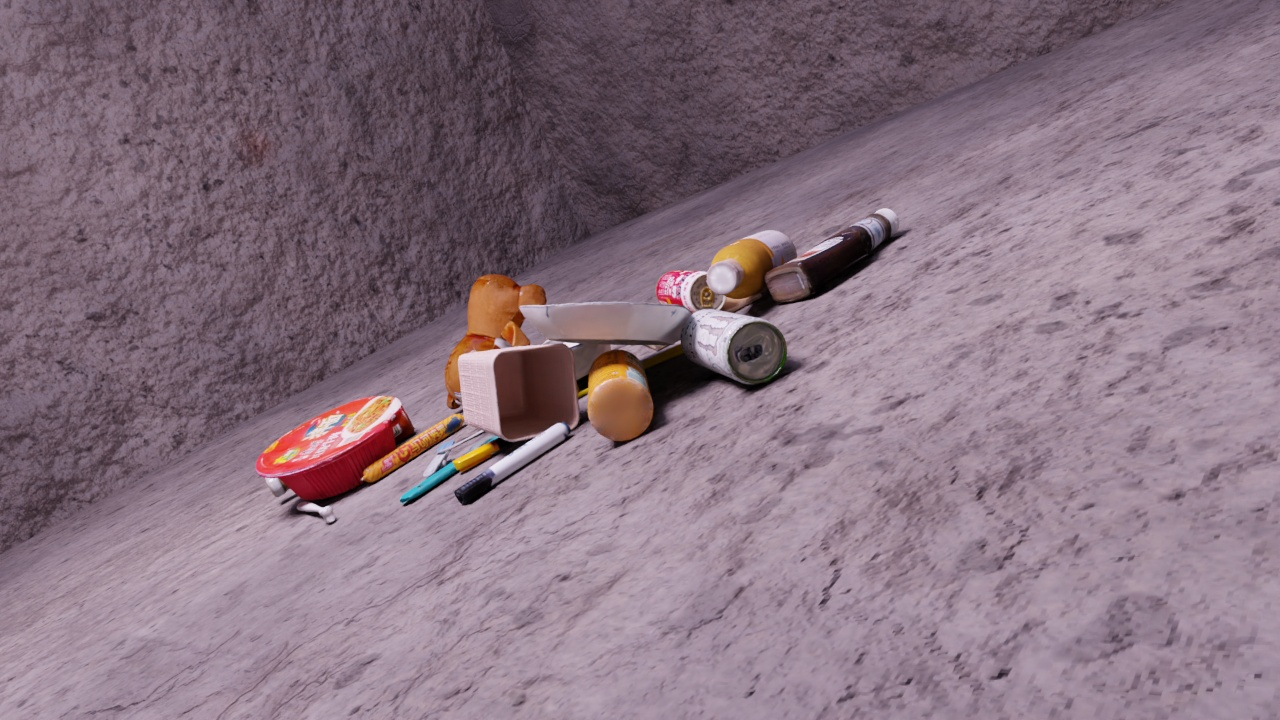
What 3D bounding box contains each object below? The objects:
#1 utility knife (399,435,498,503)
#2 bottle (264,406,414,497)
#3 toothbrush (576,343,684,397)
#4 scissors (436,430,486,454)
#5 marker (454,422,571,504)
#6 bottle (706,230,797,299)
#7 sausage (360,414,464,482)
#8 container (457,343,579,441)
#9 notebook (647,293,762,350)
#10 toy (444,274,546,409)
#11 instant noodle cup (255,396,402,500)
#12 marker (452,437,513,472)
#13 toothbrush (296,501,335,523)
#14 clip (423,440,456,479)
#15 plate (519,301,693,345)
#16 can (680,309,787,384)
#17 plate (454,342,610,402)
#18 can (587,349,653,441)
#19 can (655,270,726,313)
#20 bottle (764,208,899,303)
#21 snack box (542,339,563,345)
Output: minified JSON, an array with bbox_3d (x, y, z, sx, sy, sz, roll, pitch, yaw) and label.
[{"bbox_3d":[-0.197,0.110,0.987,0.150,0.013,0.029,-34,12,-38],"label":"utility knife"},{"bbox_3d":[-0.418,0.125,1.278,0.205,0.060,0.060,-29,12,-17],"label":"bottle"},{"bbox_3d":[-0.006,0.006,1.041,0.190,0.016,0.015,-23,12,10],"label":"toothbrush"},{"bbox_3d":[-0.152,0.069,1.039,0.125,0.012,0.173,-19,7,18],"label":"scissors"},{"bbox_3d":[-0.119,0.097,0.877,0.130,0.018,0.023,-32,22,-29],"label":"marker"},{"bbox_3d":[0.131,-0.113,1.095,0.068,0.068,0.189,-18,5,30],"label":"bottle"},{"bbox_3d":[-0.283,0.108,1.155,0.164,0.021,0.022,-35,15,-37],"label":"sausage"},{"bbox_3d":[-0.131,0.029,0.952,0.089,0.090,0.111,-9,7,-32],"label":"container"},{"bbox_3d":[0.059,-0.060,1.215,0.149,0.012,0.211,-27,12,-9],"label":"notebook"},{"bbox_3d":[-0.205,-0.016,1.274,0.199,0.130,0.140,-65,18,-12],"label":"toy"},{"bbox_3d":[-0.387,0.118,1.178,0.194,0.066,0.193,-19,19,7],"label":"instant noodle cup"},{"bbox_3d":[-0.143,0.086,0.985,0.123,0.015,0.018,-27,13,-22],"label":"marker"},{"bbox_3d":[-0.386,0.178,1.087,0.016,0.016,0.180,-26,8,-29],"label":"toothbrush"},{"bbox_3d":[-0.220,0.114,1.010,0.027,0.045,0.058,-17,20,31],"label":"clip"},{"bbox_3d":[-0.027,-0.035,0.950,0.162,0.034,0.265,0,0,7],"label":"plate"},{"bbox_3d":[0.083,-0.015,0.845,0.058,0.058,0.147,-27,12,-8],"label":"can"},{"bbox_3d":[-0.125,0.016,1.127,0.205,0.045,0.205,-23,4,2],"label":"plate"},{"bbox_3d":[-0.021,0.029,0.866,0.058,0.058,0.146,-25,11,3],"label":"can"},{"bbox_3d":[0.063,-0.087,1.163,0.053,0.053,0.133,-28,13,-12],"label":"can"},{"bbox_3d":[0.232,-0.126,1.067,0.194,0.044,0.080,-32,10,-32],"label":"bottle"},{"bbox_3d":[-0.116,-0.023,1.373,0.077,0.027,0.155,-20,12,25],"label":"snack box"}]
